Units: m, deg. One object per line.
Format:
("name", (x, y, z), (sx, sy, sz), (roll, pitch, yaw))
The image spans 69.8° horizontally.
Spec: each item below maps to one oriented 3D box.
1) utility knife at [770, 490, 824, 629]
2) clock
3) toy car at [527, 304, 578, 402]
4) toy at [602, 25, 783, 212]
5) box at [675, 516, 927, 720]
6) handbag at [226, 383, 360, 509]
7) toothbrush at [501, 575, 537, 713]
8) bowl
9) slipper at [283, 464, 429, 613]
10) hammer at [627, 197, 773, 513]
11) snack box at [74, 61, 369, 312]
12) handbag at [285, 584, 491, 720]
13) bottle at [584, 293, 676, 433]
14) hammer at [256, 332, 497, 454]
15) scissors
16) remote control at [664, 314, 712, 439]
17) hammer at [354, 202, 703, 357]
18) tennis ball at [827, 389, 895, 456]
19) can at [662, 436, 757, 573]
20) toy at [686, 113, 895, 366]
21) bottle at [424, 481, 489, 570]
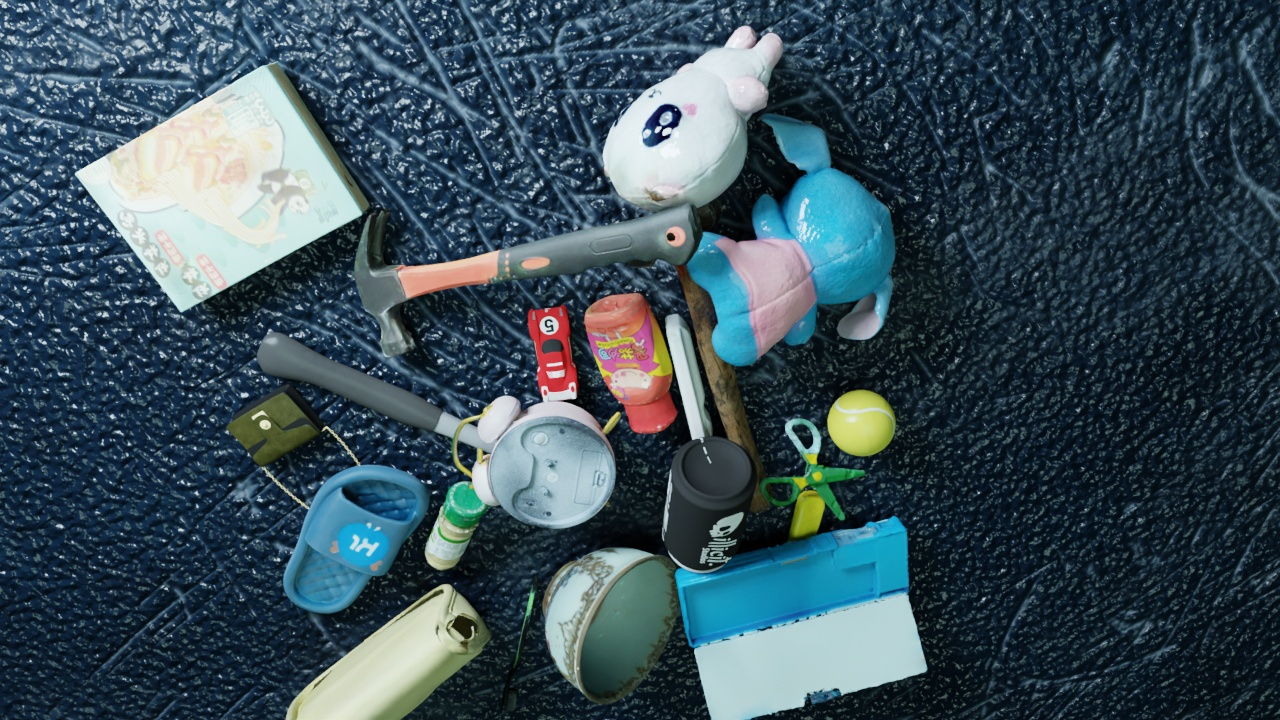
("utility knife", (0.166, 0.219, 0.990), (0.028, 0.020, 0.175), (7, 110, -9))
("clock", (-0.101, 0.093, 0.870), (0.158, 0.058, 0.117), (7, 111, -4))
("toy car", (-0.083, -0.007, 0.882), (0.038, 0.025, 0.089), (-7, 112, 0))
("toy", (0.049, -0.200, 0.762), (0.101, 0.139, 0.179), (33, 96, -36))
("box", (0.169, 0.271, 0.972), (0.243, 0.060, 0.175), (-13, 99, -5))
("handbag", (-0.325, 0.111, 0.918), (0.084, 0.027, 0.178), (-29, 115, 9))
("toothbrush", (-0.131, 0.317, 1.016), (0.017, 0.014, 0.188), (7, 112, -20))
("bowl", (-0.043, 0.257, 0.943), (0.094, 0.159, 0.160), (19, 117, 36))
("slipper", (-0.295, 0.185, 0.923), (0.103, 0.059, 0.214), (31, 114, -20))
("hammer", (0.072, 0.016, 0.871), (0.033, 0.119, 0.330), (5, 126, 38))
("snack box", (-0.359, -0.148, 0.800), (0.194, 0.044, 0.141), (-26, 112, 7))
("handbag", (-0.252, 0.327, 0.933), (0.233, 0.191, 0.088), (-38, 92, -2))
("bottle", (-0.005, 0.005, 0.874), (0.072, 0.048, 0.134), (-3, 118, 34))
("hammer", (-0.218, 0.047, 0.895), (0.311, 0.029, 0.125), (25, 109, -12))
("scissors", (0.178, 0.110, 0.939), (0.126, 0.012, 0.123), (-1, 94, -23))
("remote control", (0.048, 0.021, 0.887), (0.022, 0.050, 0.133), (-13, 112, 3))
("hammer", (-0.105, -0.084, 0.785), (0.334, 0.033, 0.133), (-6, 109, 23))
("tennis ball", (0.218, 0.062, 0.905), (0.065, 0.065, 0.065), (-1, 112, -3))
("can", (0.065, 0.142, 0.893), (0.080, 0.080, 0.146), (0, 141, -3))
("toy", (0.132, -0.097, 0.808), (0.191, 0.099, 0.224), (-31, 112, -11))
("bottle", (-0.187, 0.169, 0.924), (0.042, 0.042, 0.110), (21, 130, -11))
